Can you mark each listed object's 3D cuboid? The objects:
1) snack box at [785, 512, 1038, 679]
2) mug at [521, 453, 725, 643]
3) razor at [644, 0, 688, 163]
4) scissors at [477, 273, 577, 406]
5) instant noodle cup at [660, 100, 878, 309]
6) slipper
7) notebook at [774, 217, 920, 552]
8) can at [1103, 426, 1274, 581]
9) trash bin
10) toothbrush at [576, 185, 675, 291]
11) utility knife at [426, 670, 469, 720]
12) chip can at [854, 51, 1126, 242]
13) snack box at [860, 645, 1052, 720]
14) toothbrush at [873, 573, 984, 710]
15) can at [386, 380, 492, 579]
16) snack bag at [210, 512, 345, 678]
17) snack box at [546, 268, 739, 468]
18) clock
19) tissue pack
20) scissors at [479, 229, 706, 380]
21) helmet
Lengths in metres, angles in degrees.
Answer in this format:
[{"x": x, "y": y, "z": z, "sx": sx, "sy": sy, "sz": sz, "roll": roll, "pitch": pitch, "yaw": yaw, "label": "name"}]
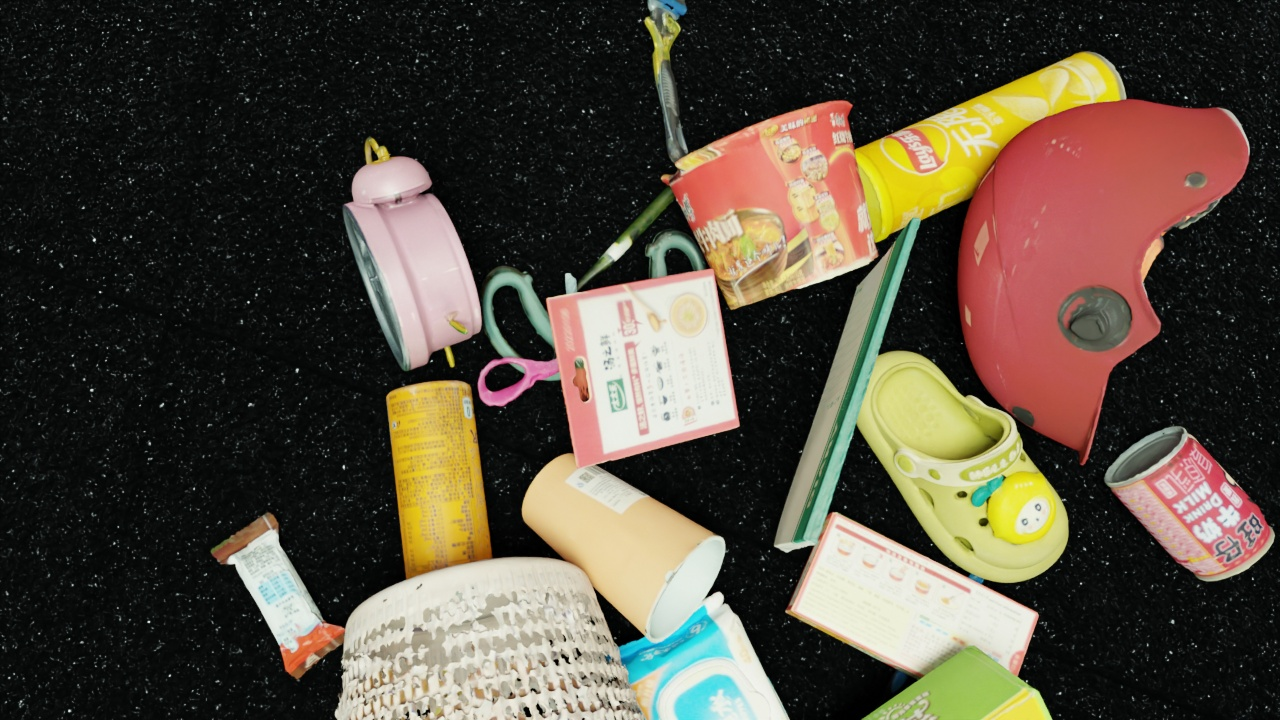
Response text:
[{"x": 0.188, "y": 0.175, "z": 0.638, "sx": 0.156, "sy": 0.027, "sz": 0.077, "roll": 26, "pitch": 74, "yaw": 6, "label": "snack box"}, {"x": -0.016, "y": 0.116, "z": 0.602, "sx": 0.123, "sy": 0.078, "sz": 0.078, "roll": 32, "pitch": 78, "yaw": 27, "label": "mug"}, {"x": 0.021, "y": -0.218, "z": 0.708, "sx": 0.042, "sy": 0.022, "sz": 0.142, "roll": 2, "pitch": 80, "yaw": -49, "label": "razor"}, {"x": -0.052, "y": 0.006, "z": 0.640, "sx": 0.135, "sy": 0.017, "sz": 0.133, "roll": -4, "pitch": 90, "yaw": -14, "label": "scissors"}, {"x": 0.098, "y": -0.103, "z": 0.640, "sx": 0.138, "sy": 0.138, "sz": 0.108, "roll": -20, "pitch": 92, "yaw": -8, "label": "instant noodle cup"}, {"x": 0.226, "y": 0.072, "z": 0.643, "sx": 0.091, "sy": 0.082, "sz": 0.190, "roll": -38, "pitch": 82, "yaw": -8, "label": "slipper"}, {"x": 0.134, "y": 0.024, "z": 0.608, "sx": 0.012, "sy": 0.150, "sz": 0.209, "roll": 19, "pitch": 79, "yaw": 6, "label": "notebook"}, {"x": 0.392, "y": 0.103, "z": 0.656, "sx": 0.066, "sy": 0.066, "sz": 0.094, "roll": -40, "pitch": 85, "yaw": -10, "label": "can"}, {"x": -0.083, "y": 0.227, "z": 0.523, "sx": 0.227, "sy": 0.228, "sz": 0.192, "roll": -12, "pitch": 62, "yaw": -7, "label": "trash bin"}, {"x": -0.010, "y": -0.086, "z": 0.686, "sx": 0.017, "sy": 0.012, "sz": 0.185, "roll": 42, "pitch": 79, "yaw": -2, "label": "toothbrush"}, {"x": -0.110, "y": 0.260, "z": 0.618, "sx": 0.031, "sy": 0.022, "sz": 0.213, "roll": -29, "pitch": 88, "yaw": -5, "label": "utility knife"}, {"x": 0.253, "y": -0.161, "z": 0.689, "sx": 0.213, "sy": 0.072, "sz": 0.072, "roll": -24, "pitch": 83, "yaw": -8, "label": "chip can"}, {"x": 0.205, "y": 0.312, "z": 0.574, "sx": 0.157, "sy": 0.070, "sz": 0.210, "roll": -30, "pitch": 102, "yaw": -9, "label": "snack box"}, {"x": 0.195, "y": 0.211, "z": 0.651, "sx": 0.014, "sy": 0.016, "sz": 0.189, "roll": 40, "pitch": 77, "yaw": 9, "label": "toothbrush"}, {"x": -0.135, "y": 0.089, "z": 0.621, "sx": 0.058, "sy": 0.058, "sz": 0.146, "roll": -8, "pitch": 81, "yaw": -6, "label": "can"}, {"x": -0.241, "y": 0.157, "z": 0.617, "sx": 0.048, "sy": 0.026, "sz": 0.104, "roll": -35, "pitch": 84, "yaw": -16, "label": "snack bag"}, {"x": -0.004, "y": 0.004, "z": 0.623, "sx": 0.127, "sy": 0.044, "sz": 0.113, "roll": -12, "pitch": 96, "yaw": -26, "label": "snack box"}, {"x": -0.160, "y": -0.074, "z": 0.622, "sx": 0.059, "sy": 0.117, "sz": 0.158, "roll": -23, "pitch": 85, "yaw": -19, "label": "clock"}, {"x": 0.047, "y": 0.236, "z": 0.607, "sx": 0.090, "sy": 0.063, "sz": 0.140, "roll": -27, "pitch": 83, "yaw": -9, "label": "tissue pack"}, {"x": -0.019, "y": -0.034, "z": 0.666, "sx": 0.170, "sy": 0.019, "sz": 0.178, "roll": 42, "pitch": 79, "yaw": -6, "label": "scissors"}, {"x": 0.286, "y": -0.064, "z": 0.622, "sx": 0.144, "sy": 0.206, "sz": 0.240, "roll": 26, "pitch": 110, "yaw": 23, "label": "helmet"}]
